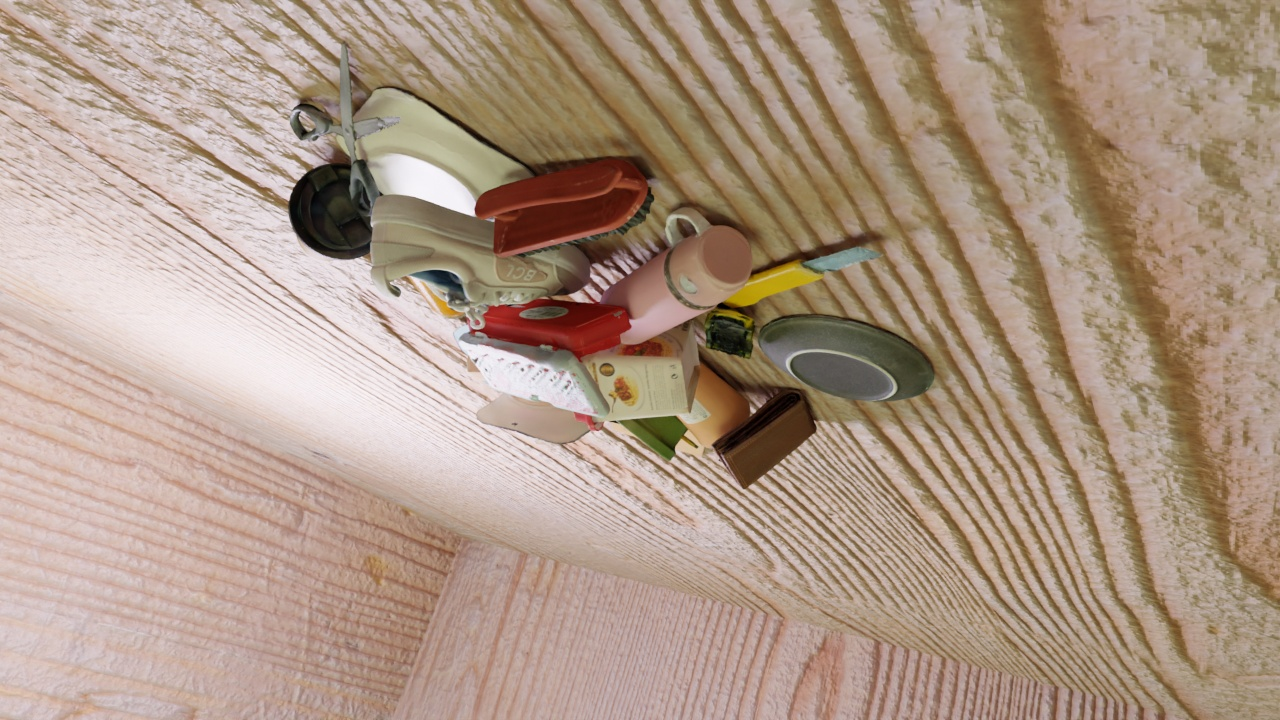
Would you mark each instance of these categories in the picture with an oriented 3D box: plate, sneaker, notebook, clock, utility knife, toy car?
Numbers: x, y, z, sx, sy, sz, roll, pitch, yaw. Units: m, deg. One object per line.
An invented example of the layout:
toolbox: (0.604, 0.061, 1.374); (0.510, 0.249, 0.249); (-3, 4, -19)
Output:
plate: (0.204, 0.007, 0.926); (0.179, 0.024, 0.180); (16, 160, 6)
plate: (-0.118, 0.054, 1.221); (0.164, 0.034, 0.163); (12, -157, 28)
sneaker: (-0.138, -0.076, 0.838); (0.090, 0.090, 0.241); (1, 173, 42)
notebook: (0.026, 0.091, 1.331); (0.148, 0.008, 0.208); (17, 160, 7)
clock: (0.000, 0.065, 1.166); (0.116, 0.056, 0.161); (41, 176, -34)
plate: (-0.185, -0.163, 0.814); (0.163, 0.034, 0.165); (29, 157, -26)
utility knife: (0.127, -0.072, 0.795); (0.033, 0.015, 0.224); (28, 161, -23)
toy car: (0.091, -0.030, 0.912); (0.048, 0.032, 0.105); (15, 166, 10)

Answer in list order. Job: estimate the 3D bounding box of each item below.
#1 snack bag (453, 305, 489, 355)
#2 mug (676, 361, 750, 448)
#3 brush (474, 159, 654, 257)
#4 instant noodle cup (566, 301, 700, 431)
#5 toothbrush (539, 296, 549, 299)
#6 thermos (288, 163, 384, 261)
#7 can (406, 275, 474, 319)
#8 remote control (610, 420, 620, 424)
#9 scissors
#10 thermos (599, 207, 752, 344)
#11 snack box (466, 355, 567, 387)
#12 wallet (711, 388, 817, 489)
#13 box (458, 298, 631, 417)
snack bag: (-0.160, -0.032, 1.131); (0.110, 0.038, 0.191); (26, 158, -19)
mug: (0.065, 0.042, 1.073); (0.078, 0.078, 0.122); (0, 149, 42)
brush: (-0.060, -0.126, 0.736); (0.146, 0.063, 0.069); (-7, 164, 30)
instant noodle cup: (-0.006, 0.006, 0.972); (0.124, 0.116, 0.117); (0, 127, 15)
toothbrush: (-0.131, -0.081, 1.007); (0.020, 0.029, 0.189); (-38, 135, 17)
thermos: (-0.307, -0.140, 0.917); (0.093, 0.093, 0.143); (27, 167, -22)
can: (-0.219, -0.099, 0.977); (0.058, 0.058, 0.146); (14, 160, 14)
remote control: (-0.039, 0.073, 1.294); (0.136, 0.024, 0.053); (13, 159, 18)
scissors: (-0.245, -0.192, 0.766); (0.159, 0.014, 0.182); (31, 143, 23)
thermos: (0.023, -0.073, 0.828); (0.087, 0.067, 0.199); (53, 154, -5)
snack box: (-0.136, 0.015, 1.179); (0.157, 0.026, 0.084); (2, 168, 4)
wallet: (0.151, 0.093, 1.086); (0.032, 0.124, 0.101); (52, 178, 37)
box: (-0.094, -0.001, 0.902); (0.202, 0.095, 0.101); (10, 118, 50)
